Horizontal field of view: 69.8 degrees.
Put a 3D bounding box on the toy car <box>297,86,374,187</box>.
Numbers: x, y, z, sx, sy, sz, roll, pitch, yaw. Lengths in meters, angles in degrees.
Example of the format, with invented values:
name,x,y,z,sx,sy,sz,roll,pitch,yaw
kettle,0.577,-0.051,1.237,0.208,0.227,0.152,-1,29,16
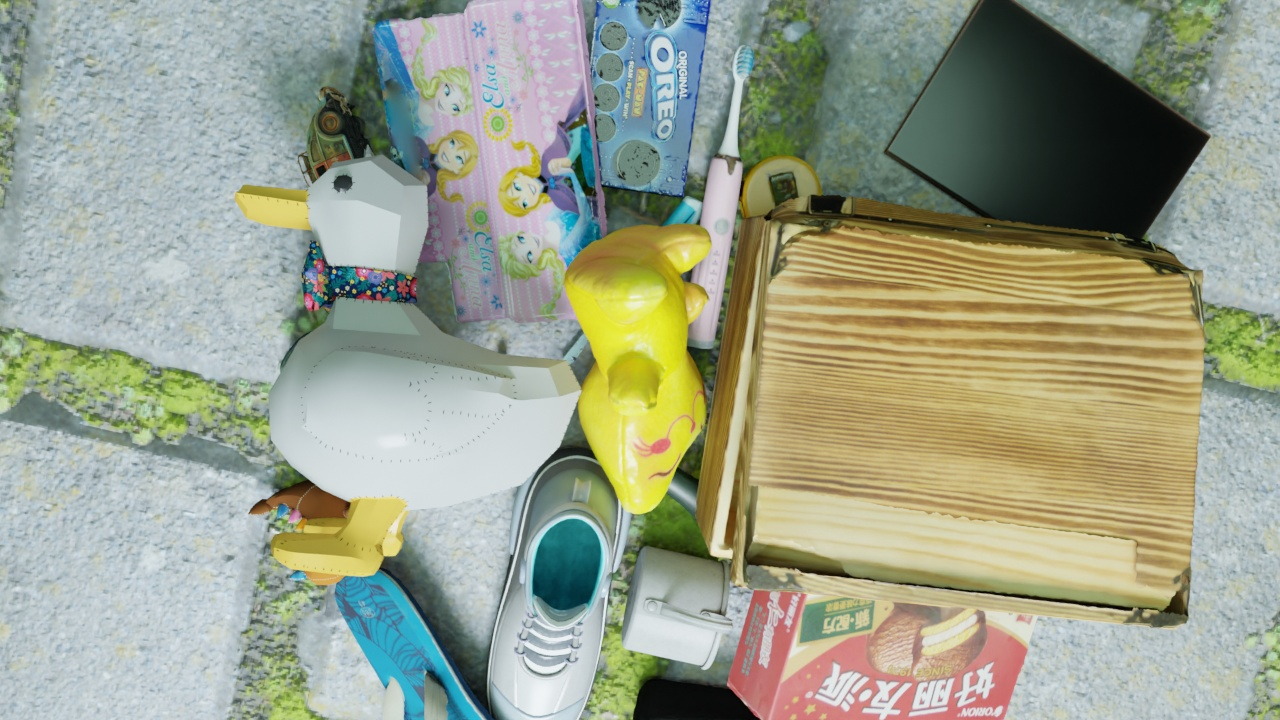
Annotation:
name,x,y,z,sx,sy,sz,roll,pitch,yaw
toy car,-0.216,-0.138,0.664,0.047,0.047,0.112,-19,97,10

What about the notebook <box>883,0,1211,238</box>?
name,x,y,z,sx,sy,sz,roll,pitch,yaw
notebook,0.311,-0.165,0.701,0.209,0.008,0.141,30,97,-7

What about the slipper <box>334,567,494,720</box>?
name,x,y,z,sx,sy,sz,roll,pitch,yaw
slipper,-0.160,0.293,0.713,0.118,0.060,0.295,-27,96,43

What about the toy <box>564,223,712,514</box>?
name,x,y,z,sx,sy,sz,roll,pitch,yaw
toy,-0.004,0.004,0.633,0.087,0.134,0.194,9,130,18

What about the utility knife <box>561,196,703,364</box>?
name,x,y,z,sx,sy,sz,roll,pitch,yaw
utility knife,-0.008,-0.057,0.705,0.022,0.015,0.169,32,100,-39

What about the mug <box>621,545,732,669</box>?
name,x,y,z,sx,sy,sz,roll,pitch,yaw
mug,0.029,0.188,0.699,0.070,0.113,0.084,13,81,-2

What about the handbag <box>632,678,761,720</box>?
name,x,y,z,sx,sy,sz,roll,pitch,yaw
handbag,0.054,0.347,0.727,0.125,0.114,0.154,4,95,-5

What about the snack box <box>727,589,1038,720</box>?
name,x,y,z,sx,sy,sz,roll,pitch,yaw
snack box,0.189,0.211,0.695,0.236,0.060,0.113,10,100,-26

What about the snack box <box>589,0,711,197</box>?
name,x,y,z,sx,sy,sz,roll,pitch,yaw
snack box,0.003,-0.199,0.672,0.082,0.027,0.150,6,101,-2

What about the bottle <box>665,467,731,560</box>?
name,x,y,z,sx,sy,sz,roll,pitch,yaw
bottle,0.076,0.129,0.720,0.174,0.055,0.055,35,96,-7

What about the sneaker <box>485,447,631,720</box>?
name,x,y,z,sx,sy,sz,roll,pitch,yaw
sneaker,-0.065,0.200,0.673,0.093,0.160,0.257,11,98,-4

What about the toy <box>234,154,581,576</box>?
name,x,y,z,sx,sy,sz,roll,pitch,yaw
toy,-0.163,0.003,0.605,0.246,0.141,0.267,13,87,-3

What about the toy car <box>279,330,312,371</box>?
name,x,y,z,sx,sy,sz,roll,pitch,yaw
toy car,-0.214,0.028,0.694,0.120,0.043,0.056,41,96,-11

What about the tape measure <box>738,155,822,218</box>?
name,x,y,z,sx,sy,sz,roll,pitch,yaw
tape measure,0.106,-0.125,0.689,0.068,0.030,0.059,-14,102,-1

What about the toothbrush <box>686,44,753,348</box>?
name,x,y,z,sx,sy,sz,roll,pitch,yaw
toothbrush,0.059,-0.118,0.680,0.027,0.026,0.223,2,106,-21

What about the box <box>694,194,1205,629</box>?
name,x,y,z,sx,sy,sz,roll,pitch,yaw
box,0.198,0.026,0.607,0.279,0.176,0.247,8,95,-3

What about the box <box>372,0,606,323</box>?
name,x,y,z,sx,sy,sz,roll,pitch,yaw
box,-0.108,-0.140,0.663,0.159,0.035,0.230,-4,102,11

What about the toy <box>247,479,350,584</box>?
name,x,y,z,sx,sy,sz,roll,pitch,yaw
toy,-0.248,0.128,0.688,0.103,0.090,0.071,-3,131,-1
